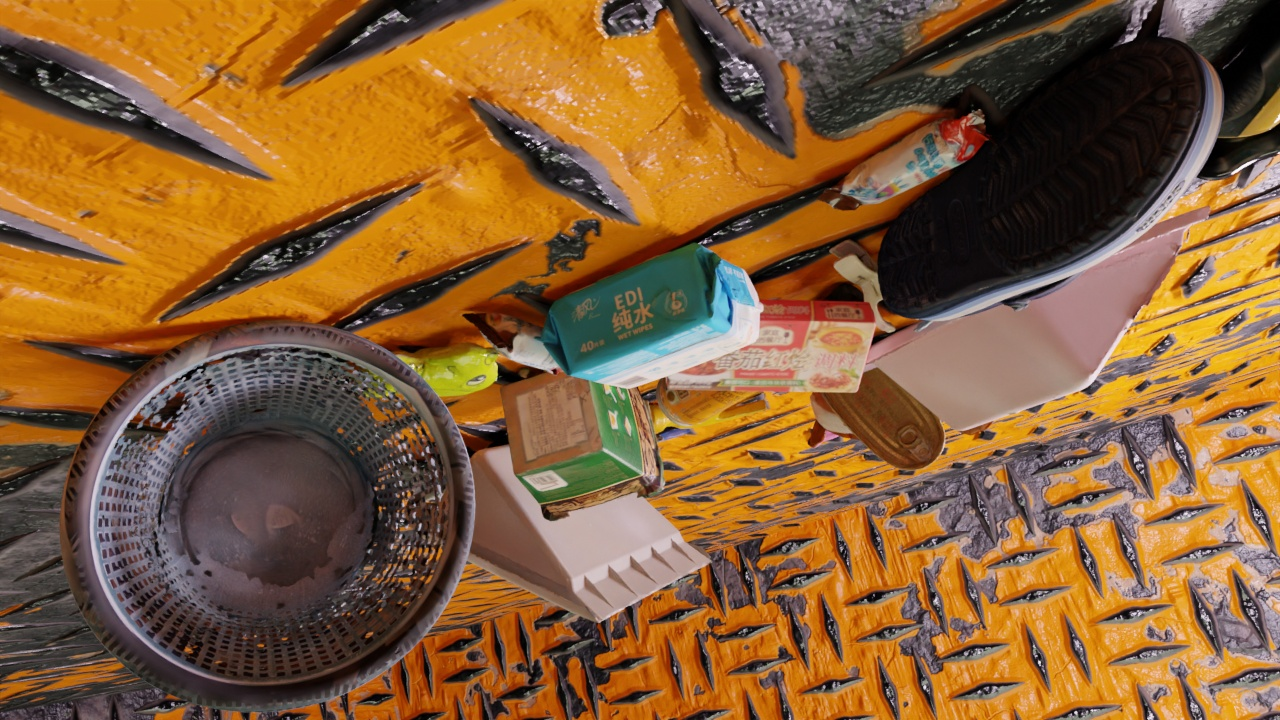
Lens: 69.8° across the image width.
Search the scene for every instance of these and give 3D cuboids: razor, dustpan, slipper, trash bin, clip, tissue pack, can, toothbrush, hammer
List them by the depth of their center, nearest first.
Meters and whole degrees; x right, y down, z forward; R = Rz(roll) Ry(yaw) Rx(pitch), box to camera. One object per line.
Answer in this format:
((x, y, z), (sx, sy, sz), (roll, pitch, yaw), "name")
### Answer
((0.367, -0.167, 0.519), (0.067, 0.062, 0.168), (15, 160, 10), "razor")
((0.250, -0.088, 0.570), (0.095, 0.105, 0.253), (2, 160, -24), "slipper")
((-0.246, 0.102, 0.619), (0.226, 0.226, 0.195), (-7, 174, -25), "trash bin")
((0.008, -0.029, 0.626), (0.140, 0.063, 0.090), (-21, 163, 24), "tissue pack")
((0.183, -0.052, 0.699), (0.035, 0.094, 0.102), (-25, 171, 30), "clip")
((0.309, -0.054, 0.783), (0.272, 0.139, 0.223), (-50, -178, -28), "dustpan")
((0.076, 0.009, 0.806), (0.058, 0.058, 0.146), (-1, 158, -37), "can")
((0.114, 0.007, 0.875), (0.128, 0.032, 0.302), (-6, 161, -27), "hammer")
((0.230, 0.041, 0.887), (0.075, 0.148, 0.049), (-44, 168, 12), "can")
((-0.106, 0.065, 0.906), (0.186, 0.012, 0.017), (-30, 168, 40), "toothbrush")
((-0.102, 0.176, 0.923), (0.143, 0.257, 0.222), (-53, 158, 23), "dustpan")

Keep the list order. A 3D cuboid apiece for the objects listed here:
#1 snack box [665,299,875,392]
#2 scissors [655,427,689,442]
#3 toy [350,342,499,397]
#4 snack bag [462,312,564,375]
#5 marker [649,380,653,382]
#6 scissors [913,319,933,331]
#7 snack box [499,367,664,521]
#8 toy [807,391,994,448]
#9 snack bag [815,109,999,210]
((0.097, -0.011, 0.705), (0.153, 0.025, 0.075), (1, 134, -2), "snack box")
((0.004, 0.091, 1.022), (0.156, 0.012, 0.165), (-19, 175, 39), "scissors")
((-0.152, 0.008, 0.661), (0.100, 0.031, 0.097), (5, 158, -39), "toy")
((-0.078, -0.012, 0.644), (0.026, 0.048, 0.104), (-53, 149, 8), "snack bag")
((-0.005, 0.005, 0.798), (0.018, 0.015, 0.124), (-12, 165, 11), "marker")
((0.250, -0.061, 0.651), (0.134, 0.017, 0.054), (-38, 177, 21), "scissors")
((-0.058, 0.063, 0.773), (0.118, 0.117, 0.105), (-18, 158, 13), "snack box")
((0.269, 0.037, 0.960), (0.200, 0.130, 0.140), (-7, 126, 6), "toy")
((0.157, -0.116, 0.543), (0.106, 0.026, 0.045), (-25, 163, 34), "snack bag")
